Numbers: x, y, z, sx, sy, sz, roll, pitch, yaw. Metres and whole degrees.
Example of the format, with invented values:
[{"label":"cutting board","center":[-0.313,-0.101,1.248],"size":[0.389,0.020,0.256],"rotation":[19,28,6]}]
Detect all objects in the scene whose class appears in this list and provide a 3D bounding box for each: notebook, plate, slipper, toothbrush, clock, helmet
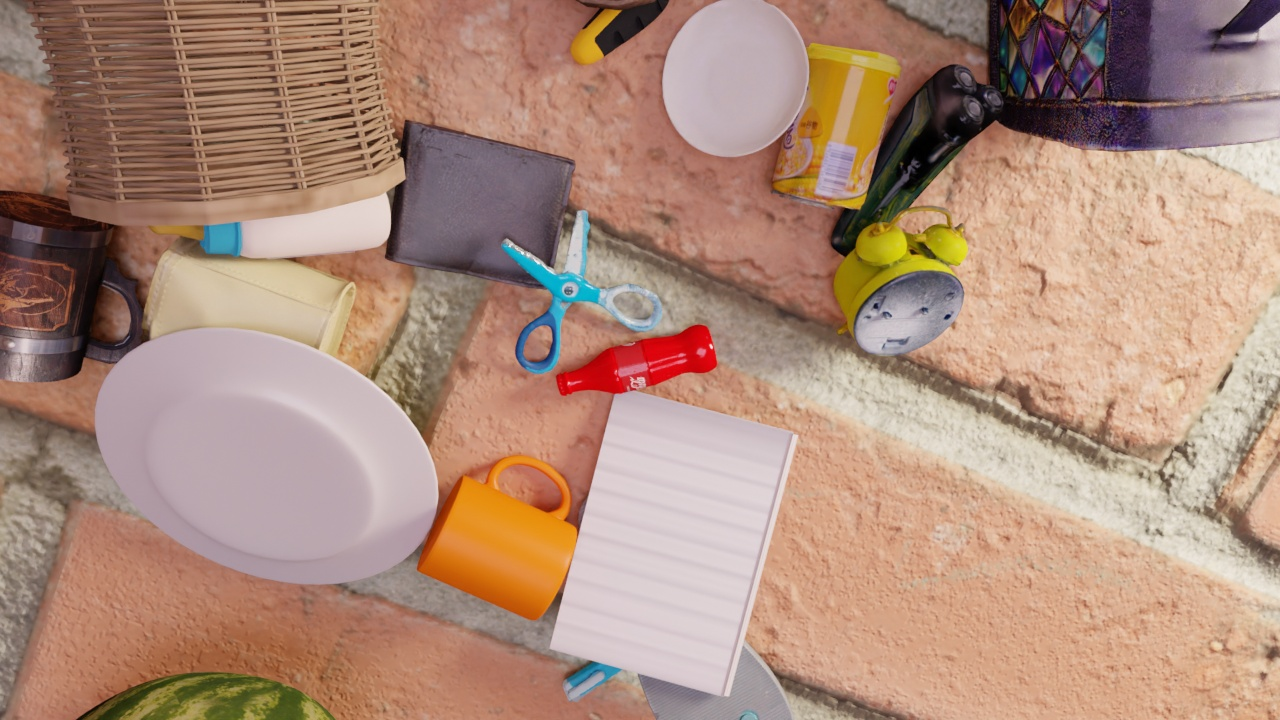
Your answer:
[{"label":"notebook","center":[0.025,0.139,0.704],"size":[0.142,0.009,0.210],"rotation":[15,92,3]},{"label":"plate","center":[0.067,-0.191,0.628],"size":[0.104,0.026,0.104],"rotation":[4,100,26]},{"label":"plate","center":[-0.265,0.082,0.649],"size":[0.242,0.016,0.243],"rotation":[2,126,3]},{"label":"slipper","center":[0.030,0.218,0.737],"size":[0.098,0.054,0.269],"rotation":[-31,91,1]},{"label":"toothbrush","center":[0.030,-0.268,0.616],"size":[0.197,0.031,0.031],"rotation":[-40,73,3]},{"label":"clock","center":[0.186,-0.058,0.653],"size":[0.083,0.057,0.119],"rotation":[-2,135,-16]},{"label":"helmet","center":[-0.330,0.340,0.650],"size":[0.244,0.246,0.213],"rotation":[9,131,35]}]

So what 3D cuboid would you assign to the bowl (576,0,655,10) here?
[{"label":"bowl","center":[-0.011,-0.274,0.593],"size":[0.118,0.030,0.117],"rotation":[-2,78,8]}]

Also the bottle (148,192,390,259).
[{"label":"bottle","center":[-0.241,-0.093,0.601],"size":[0.146,0.051,0.051],"rotation":[-10,109,-33]}]

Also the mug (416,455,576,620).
[{"label":"mug","center":[-0.101,0.126,0.698],"size":[0.096,0.078,0.112],"rotation":[27,74,-12]}]

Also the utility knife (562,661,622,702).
[{"label":"utility knife","center":[0.013,0.231,0.762],"size":[0.181,0.015,0.022],"rotation":[-33,110,3]}]

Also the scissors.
[{"label":"scissors","center":[-0.054,-0.041,0.669],"size":[0.134,0.011,0.138],"rotation":[33,110,-30]}]

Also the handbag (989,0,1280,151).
[{"label":"handbag","center":[0.309,-0.235,0.547],"size":[0.125,0.222,0.205],"rotation":[-6,105,-3]}]

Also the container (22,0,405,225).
[{"label":"container","center":[-0.241,-0.194,0.517],"size":[0.227,0.226,0.196],"rotation":[-3,113,-4]}]

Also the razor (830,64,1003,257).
[{"label":"razor","center":[0.189,-0.135,0.649],"size":[0.054,0.067,0.152],"rotation":[32,109,-10]}]

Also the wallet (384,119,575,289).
[{"label":"wallet","center":[-0.113,-0.108,0.649],"size":[0.120,0.031,0.099],"rotation":[10,107,-10]}]

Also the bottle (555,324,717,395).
[{"label":"bottle","center":[-0.004,0.004,0.685],"size":[0.119,0.036,0.036],"rotation":[-14,106,0]}]

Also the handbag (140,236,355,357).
[{"label":"handbag","center":[-0.273,-0.022,0.636],"size":[0.119,0.081,0.111],"rotation":[20,110,-12]}]

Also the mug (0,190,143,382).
[{"label":"mug","center":[-0.392,-0.047,0.623],"size":[0.115,0.080,0.107],"rotation":[9,108,-35]}]

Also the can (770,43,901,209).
[{"label":"can","center":[0.133,-0.160,0.634],"size":[0.067,0.067,0.105],"rotation":[10,105,-8]}]
